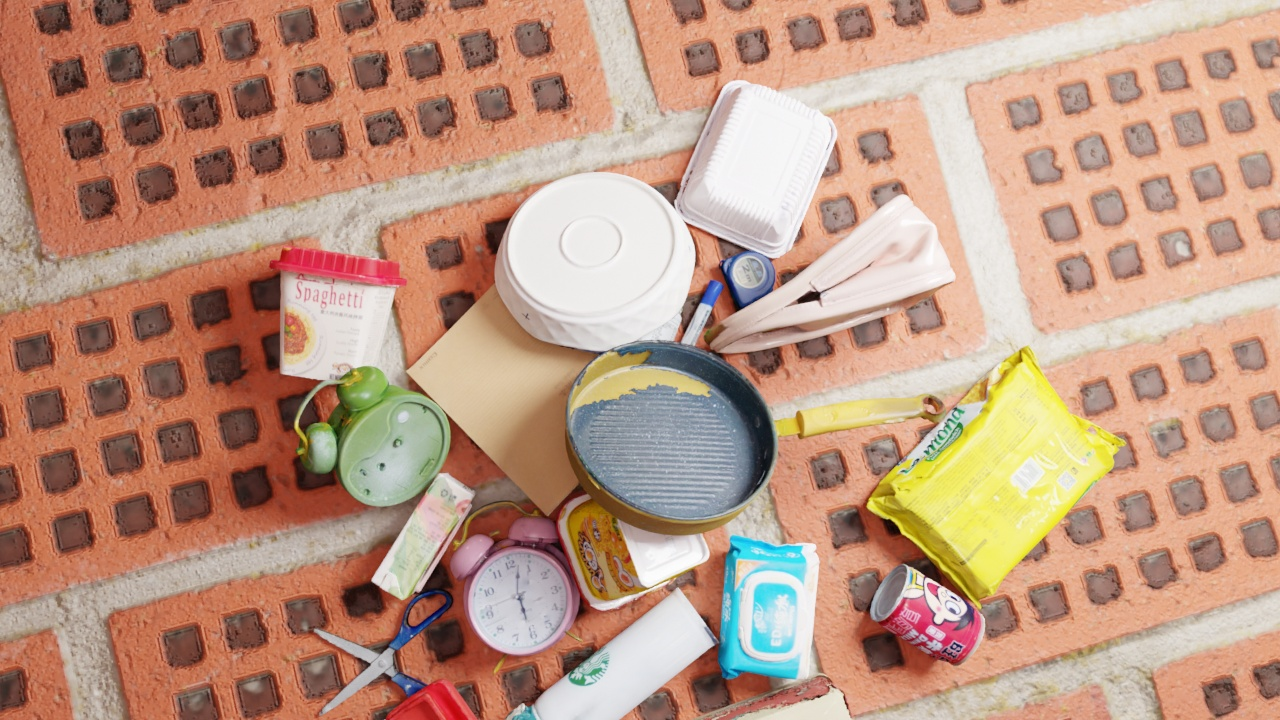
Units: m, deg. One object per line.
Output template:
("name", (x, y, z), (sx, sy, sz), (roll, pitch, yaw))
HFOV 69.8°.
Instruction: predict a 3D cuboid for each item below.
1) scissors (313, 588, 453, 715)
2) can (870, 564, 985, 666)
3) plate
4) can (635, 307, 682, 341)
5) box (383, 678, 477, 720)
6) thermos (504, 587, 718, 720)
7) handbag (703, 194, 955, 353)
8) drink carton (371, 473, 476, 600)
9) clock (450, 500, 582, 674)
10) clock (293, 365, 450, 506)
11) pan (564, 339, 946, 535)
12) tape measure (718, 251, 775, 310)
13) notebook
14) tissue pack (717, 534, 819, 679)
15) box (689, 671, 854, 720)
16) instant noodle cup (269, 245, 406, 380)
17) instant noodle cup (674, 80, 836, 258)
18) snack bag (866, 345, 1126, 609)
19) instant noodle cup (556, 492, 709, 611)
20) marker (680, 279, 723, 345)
("scissors", (-0.244, 0.303, 0.915), (0.173, 0.012, 0.162), (-42, 88, -6))
("can", (0.290, 0.258, 0.926), (0.094, 0.066, 0.066), (32, 82, 0))
("plate", (-0.046, -0.108, 0.923), (0.205, 0.046, 0.204), (-1, 61, 2))
("can", (-0.006, 0.005, 0.941), (0.058, 0.058, 0.146), (20, 83, -1))
("box", (-0.171, 0.412, 0.857), (0.095, 0.098, 0.201), (-34, 91, -2))
("thermos", (-0.033, 0.316, 0.898), (0.224, 0.073, 0.073), (-36, 87, -7))
("handbag", (0.173, -0.061, 0.904), (0.234, 0.193, 0.093), (-25, 83, 4))
("drink carton", (-0.211, 0.174, 0.911), (0.045, 0.053, 0.122), (31, 83, 0))
("clock", (-0.124, 0.217, 0.908), (0.117, 0.060, 0.158), (-19, 83, -6))
("clock", (-0.258, 0.071, 0.878), (0.056, 0.161, 0.116), (27, 81, 41))
("pan", (0.108, 0.060, 0.848), (0.357, 0.078, 0.197), (2, 52, -14))
("tape measure", (0.116, -0.088, 0.977), (0.054, 0.025, 0.058), (-23, 89, -8))
("notebook", (-0.113, 0.028, 0.919), (0.211, 0.012, 0.149), (43, 87, 15))
("tissue pack", (0.127, 0.249, 0.918), (0.090, 0.063, 0.140), (6, 83, -3))
("box", (0.128, 0.377, 0.896), (0.168, 0.077, 0.091), (-18, 85, -6))
("instant noodle cup", (-0.301, -0.045, 0.908), (0.116, 0.116, 0.124), (8, 94, -3))
("instant noodle cup", (0.127, -0.212, 0.975), (0.138, 0.060, 0.173), (23, 81, -1))
("snack bag", (0.371, 0.121, 0.947), (0.246, 0.068, 0.158), (-44, 88, -8))
("instant noodle cup", (-0.003, 0.171, 0.876), (0.115, 0.124, 0.116), (-18, 84, -27))
("marker", (0.050, -0.018, 0.969), (0.017, 0.017, 0.145), (26, 82, 0))
